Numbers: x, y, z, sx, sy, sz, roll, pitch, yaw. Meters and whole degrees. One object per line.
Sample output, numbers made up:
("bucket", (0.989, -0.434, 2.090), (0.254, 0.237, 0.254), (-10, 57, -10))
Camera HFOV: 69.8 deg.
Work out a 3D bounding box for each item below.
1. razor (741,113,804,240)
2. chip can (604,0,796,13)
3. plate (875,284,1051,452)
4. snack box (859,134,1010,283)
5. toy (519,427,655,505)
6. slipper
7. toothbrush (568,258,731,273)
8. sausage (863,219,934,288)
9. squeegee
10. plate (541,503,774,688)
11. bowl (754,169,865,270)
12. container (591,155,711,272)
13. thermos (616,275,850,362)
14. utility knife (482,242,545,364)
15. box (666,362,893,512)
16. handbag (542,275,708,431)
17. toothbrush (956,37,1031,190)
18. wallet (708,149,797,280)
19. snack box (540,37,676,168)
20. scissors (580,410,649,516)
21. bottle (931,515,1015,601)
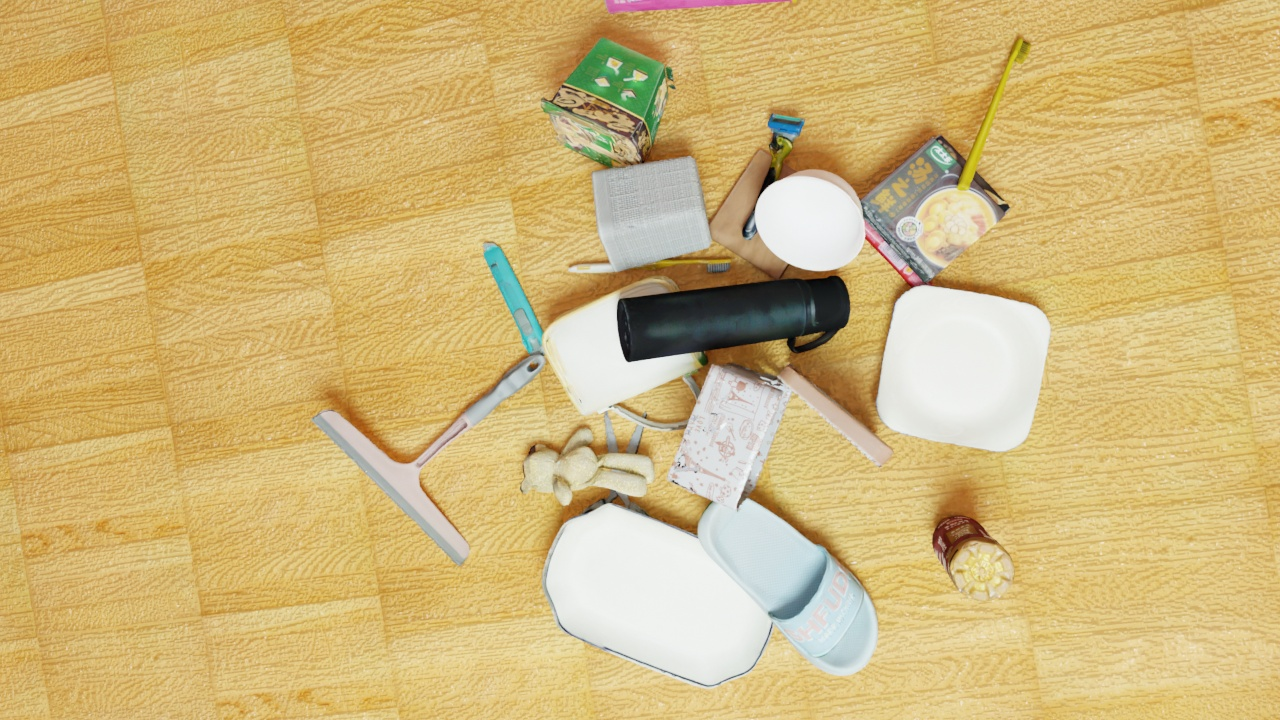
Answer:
("razor", (0.143, -0.199, 1.011), (0.043, 0.022, 0.143), (20, 92, 37))
("chip can", (0.066, -0.424, 1.008), (0.211, 0.071, 0.071), (0, 91, 11))
("plate", (0.344, 0.008, 0.987), (0.164, 0.034, 0.164), (12, 93, 10))
("snack box", (0.313, -0.165, 0.974), (0.126, 0.053, 0.113), (-42, 84, 5))
("toy", (-0.061, 0.128, 1.048), (0.157, 0.066, 0.104), (1, 52, 20))
("slipper", (0.166, 0.236, 0.985), (0.245, 0.074, 0.104), (43, 77, -6))
("toothbrush", (0.010, -0.106, 1.057), (0.191, 0.016, 0.018), (-2, 100, 10))
("sausage", (0.272, -0.121, 1.005), (0.020, 0.020, 0.156), (-43, 84, 9))
("squeegee", (-0.208, 0.075, 1.091), (0.249, 0.040, 0.247), (-41, 100, 4))
("plate", (0.021, 0.264, 1.042), (0.266, 0.034, 0.162), (20, 93, 3))
("bowl", (0.187, -0.161, 0.973), (0.118, 0.118, 0.064), (24, 51, 9))
("container", (0.014, -0.163, 1.008), (0.114, 0.090, 0.090), (-11, 65, 7))
("thermos", (0.099, -0.037, 0.981), (0.242, 0.068, 0.090), (-7, 121, -11))
("utility knife", (-0.149, -0.070, 1.088), (0.029, 0.013, 0.157), (-27, 87, 9))
("box", (0.156, 0.084, 0.953), (0.193, 0.183, 0.156), (24, 96, 12))
("handbag", (-0.006, 0.006, 1.046), (0.163, 0.063, 0.179), (-23, 100, 10))
("toothbrush", (0.369, -0.257, 0.955), (0.016, 0.016, 0.190), (25, 76, 1))
("wallet", (0.144, -0.163, 1.028), (0.101, 0.020, 0.115), (35, 94, 9))
("snack box", (-0.030, -0.284, 1.018), (0.117, 0.118, 0.105), (26, 83, 8))
("scissors", (-0.025, 0.150, 1.071), (0.175, 0.014, 0.159), (-43, 83, 8))
("bottle", (0.329, 0.192, 0.923), (0.057, 0.174, 0.057), (0, 91, 10))
